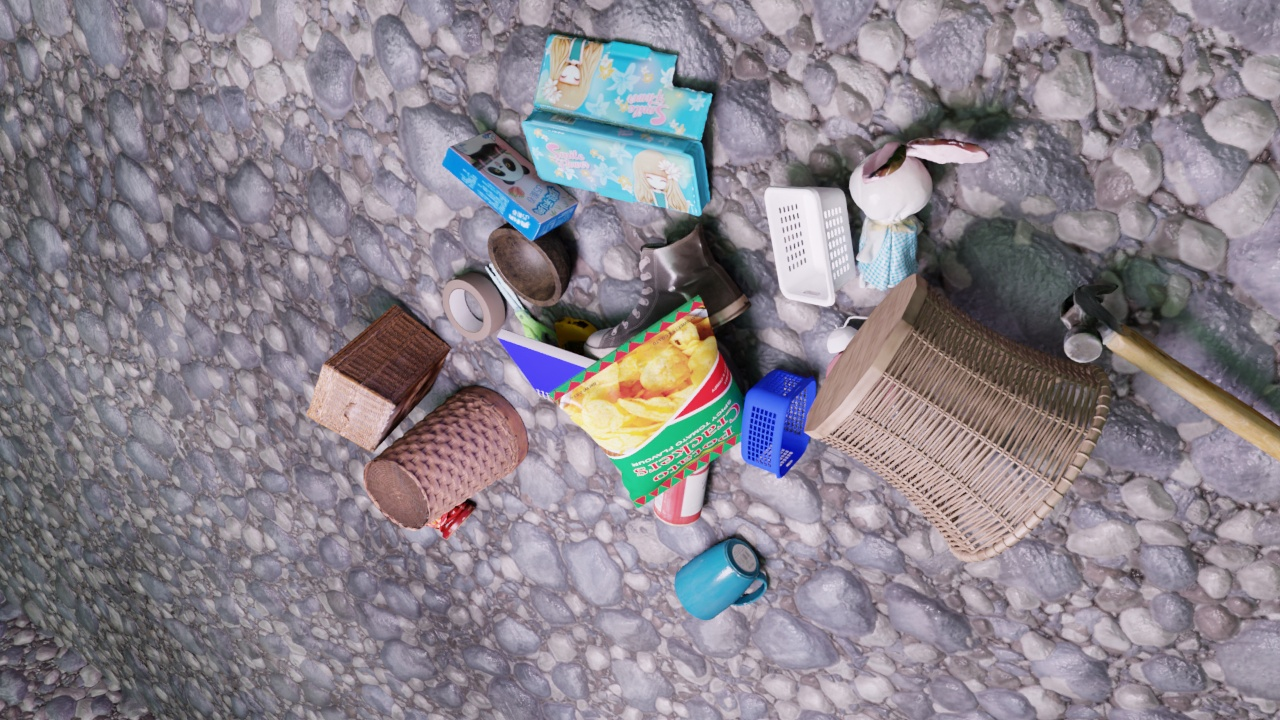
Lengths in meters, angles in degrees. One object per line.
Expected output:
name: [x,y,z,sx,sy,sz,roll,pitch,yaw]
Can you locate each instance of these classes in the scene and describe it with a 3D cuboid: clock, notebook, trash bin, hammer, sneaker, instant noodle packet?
clock: [0.256,0.007,1.037,0.087,0.044,0.125,7,119,29]
notebook: [-0.072,0.035,1.218,0.209,0.022,0.172,18,158,23]
trash bin: [-0.286,0.149,1.351,0.151,0.209,0.151,16,123,25]
hammer: [0.532,0.036,0.850,0.330,0.131,0.033,33,128,-1]
sneaker: [0.009,-0.075,1.118,0.235,0.095,0.120,-20,101,41]
instant noodle packet: [0.030,0.059,1.077,0.090,0.195,0.253,56,179,45]

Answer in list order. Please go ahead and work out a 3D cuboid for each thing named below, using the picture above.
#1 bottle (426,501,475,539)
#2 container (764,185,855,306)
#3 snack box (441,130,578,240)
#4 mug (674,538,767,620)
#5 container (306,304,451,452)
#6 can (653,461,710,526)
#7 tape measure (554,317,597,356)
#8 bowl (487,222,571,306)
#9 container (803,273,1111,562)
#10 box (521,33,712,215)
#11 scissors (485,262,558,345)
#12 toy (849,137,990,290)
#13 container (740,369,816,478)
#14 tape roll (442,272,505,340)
bottle: [-0.337,0.235,1.506,0.111,0.098,0.099,43,130,-1]
container: [0.186,-0.130,0.987,0.081,0.049,0.129,20,129,54]
snack box: [-0.163,-0.220,1.147,0.154,0.087,0.033,40,130,7]
mug: [0.122,0.304,1.273,0.112,0.084,0.104,28,127,-20]
container: [-0.381,0.026,1.352,0.113,0.197,0.114,33,126,-1]
can: [0.058,0.141,1.222,0.067,0.067,0.170,20,124,22]
tape measure: [-0.083,-0.023,1.244,0.059,0.030,0.068,7,119,32]
bowl: [-0.134,-0.135,1.192,0.121,0.056,0.121,28,145,22]
container: [0.295,0.048,0.897,0.196,0.226,0.228,33,129,2]
box: [-0.028,-0.267,1.052,0.227,0.073,0.181,18,125,24]
scissors: [-0.162,-0.066,1.282,0.072,0.033,0.175,-27,102,43]
toy: [0.258,-0.154,0.935,0.206,0.131,0.105,87,167,-50]
container: [0.163,0.072,1.101,0.058,0.095,0.114,19,124,28]
tape roll: [-0.237,-0.077,1.304,0.094,0.030,0.094,20,127,29]
